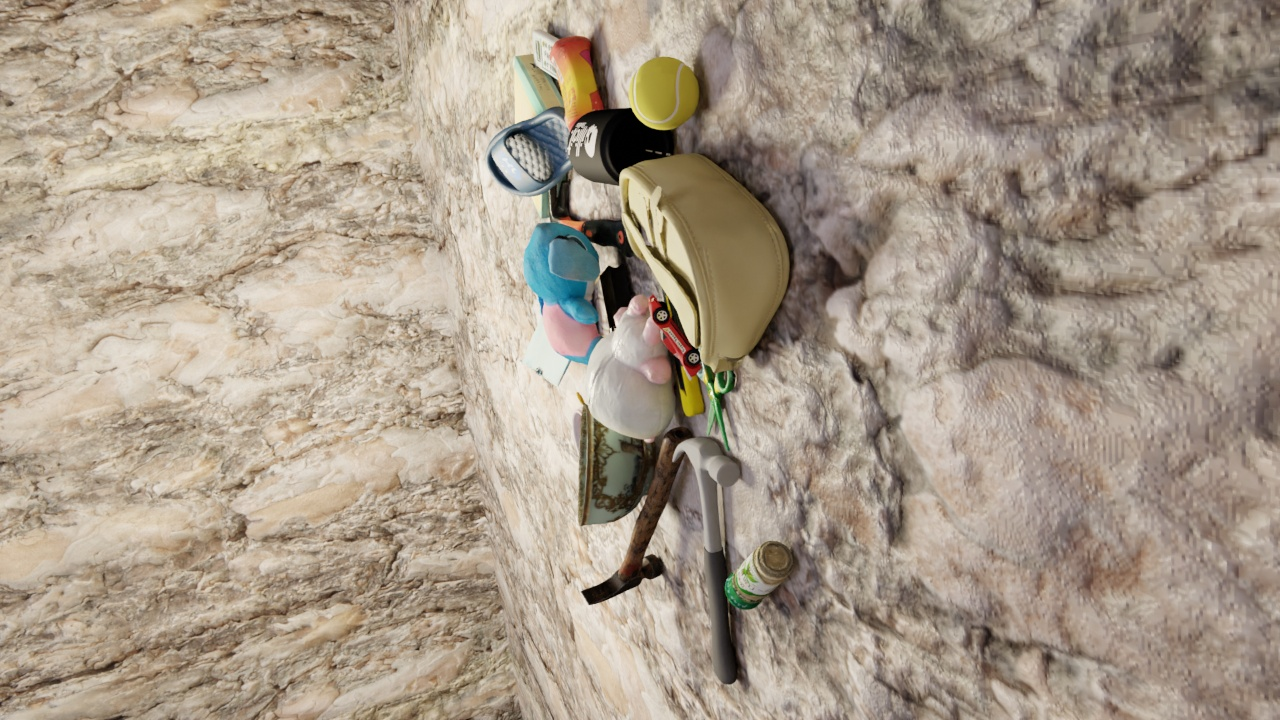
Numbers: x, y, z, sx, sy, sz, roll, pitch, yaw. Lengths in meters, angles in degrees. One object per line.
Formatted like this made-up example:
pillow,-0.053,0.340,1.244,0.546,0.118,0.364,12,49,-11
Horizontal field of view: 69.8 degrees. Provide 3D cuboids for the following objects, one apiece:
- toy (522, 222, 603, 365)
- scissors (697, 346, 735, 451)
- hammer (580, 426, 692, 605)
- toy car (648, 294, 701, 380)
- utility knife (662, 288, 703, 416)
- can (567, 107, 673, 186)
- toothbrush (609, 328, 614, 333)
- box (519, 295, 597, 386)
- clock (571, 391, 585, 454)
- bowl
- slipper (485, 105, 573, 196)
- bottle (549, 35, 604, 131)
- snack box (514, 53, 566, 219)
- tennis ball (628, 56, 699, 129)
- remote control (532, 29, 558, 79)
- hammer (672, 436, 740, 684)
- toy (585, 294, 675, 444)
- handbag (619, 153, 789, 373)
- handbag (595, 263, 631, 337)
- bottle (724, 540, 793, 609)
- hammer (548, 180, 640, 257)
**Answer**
toy,-0.096,-0.090,1.192,0.224,0.099,0.191,-138,33,-70
scissors,0.074,0.029,0.959,0.127,0.011,0.123,97,155,-43
hammer,0.004,0.201,1.161,0.033,0.119,0.331,50,143,30
toy car,0.034,-0.025,0.936,0.089,0.025,0.038,53,-172,-13
utility knife,0.042,-0.024,1.013,0.029,0.020,0.174,167,91,-71
can,-0.025,-0.228,0.982,0.146,0.080,0.080,-147,47,-66
toothbrush,-0.040,-0.025,1.270,0.014,0.017,0.188,37,135,55
box,-0.127,-0.060,1.444,0.243,0.059,0.175,-154,71,-68
clock,-0.051,0.125,1.329,0.158,0.058,0.117,-123,27,-47
bowl,-0.030,0.137,1.189,0.160,0.094,0.160,-179,91,-83
slipper,-0.147,-0.279,1.260,0.214,0.059,0.104,-12,118,50
bottle,-0.073,-0.320,1.118,0.071,0.048,0.134,161,96,-73
snack box,-0.150,-0.328,1.355,0.194,0.044,0.141,100,151,-50
tennis ball,0.022,-0.247,0.850,0.065,0.065,0.065,167,90,-72
remote control,-0.118,-0.413,1.239,0.133,0.022,0.050,-129,31,-55
hammer,0.083,0.231,1.041,0.125,0.029,0.311,-143,43,-63
toy,-0.006,0.006,1.059,0.138,0.101,0.180,59,146,40
handbag,0.042,-0.101,0.854,0.191,0.088,0.232,92,158,-47
handbag,-0.046,-0.073,1.232,0.178,0.027,0.084,149,111,-71
bottle,0.117,0.211,0.902,0.110,0.042,0.042,112,142,-58
hammer,-0.066,-0.174,1.233,0.333,0.033,0.133,-153,54,-66
